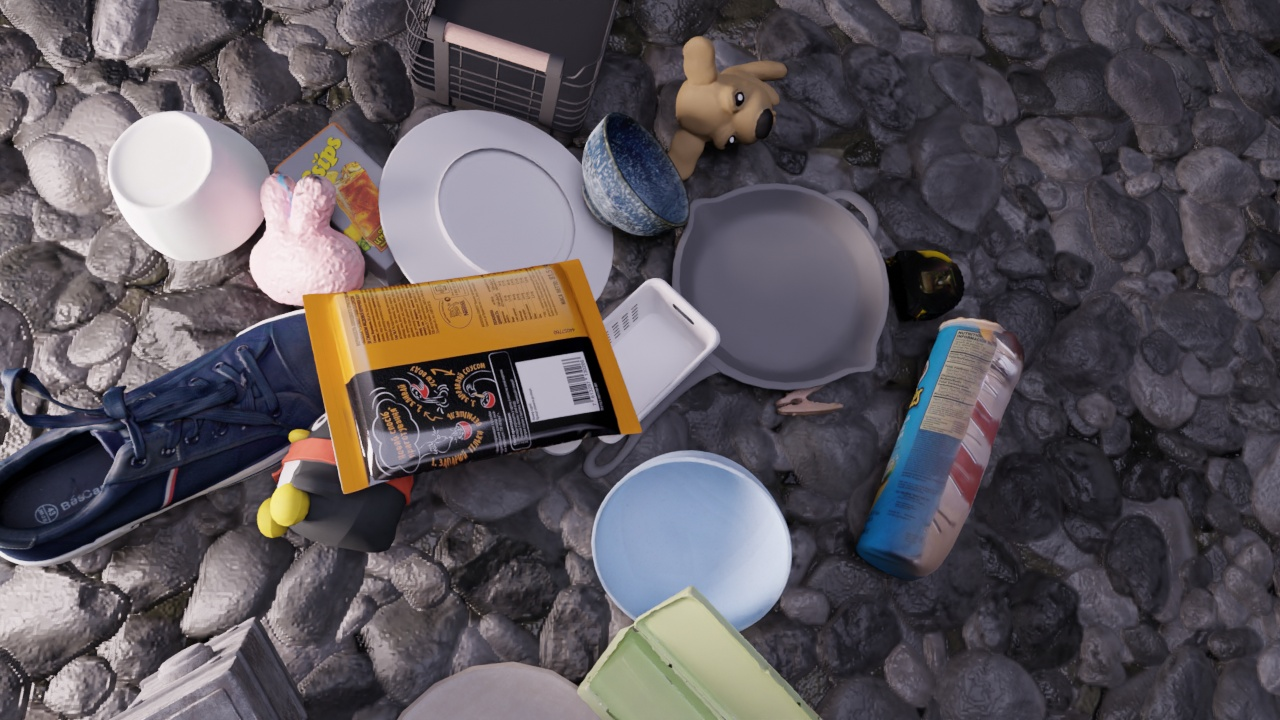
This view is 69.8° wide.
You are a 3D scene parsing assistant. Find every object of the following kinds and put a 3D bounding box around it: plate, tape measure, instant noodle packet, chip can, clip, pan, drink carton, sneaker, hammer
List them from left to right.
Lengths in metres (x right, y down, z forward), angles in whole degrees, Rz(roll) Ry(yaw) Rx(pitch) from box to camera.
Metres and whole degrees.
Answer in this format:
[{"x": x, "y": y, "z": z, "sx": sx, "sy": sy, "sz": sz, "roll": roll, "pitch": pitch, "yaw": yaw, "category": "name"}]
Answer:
[{"x": -0.336, "y": 0.039, "z": 0.657, "sx": 0.294, "sy": 0.127, "sz": 0.120, "roll": -32, "pitch": 84, "yaw": -20, "category": "sneaker"}, {"x": -0.217, "y": 0.330, "z": 0.591, "sx": 0.079, "sy": 0.177, "sz": 0.326, "roll": -28, "pitch": 94, "yaw": -18, "category": "hammer"}, {"x": -0.233, "y": -0.128, "z": 0.763, "sx": 0.125, "sy": 0.049, "sz": 0.076, "roll": 43, "pitch": 71, "yaw": 2, "category": "drink carton"}, {"x": -0.125, "y": 0.002, "z": 0.688, "sx": 0.220, "sy": 0.032, "sz": 0.159, "roll": -10, "pitch": 65, "yaw": -22, "category": "instant noodle packet"}, {"x": -0.101, "y": 0.319, "z": 0.664, "sx": 0.188, "sy": 0.027, "sz": 0.188, "roll": 2, "pitch": 70, "yaw": -5, "category": "plate"}, {"x": -0.113, "y": -0.120, "z": 0.769, "sx": 0.208, "sy": 0.015, "sz": 0.208, "roll": 11, "pitch": 67, "yaw": -27, "category": "plate"}, {"x": 0.080, "y": -0.023, "z": 0.807, "sx": 0.216, "sy": 0.024, "sz": 0.354, "roll": 44, "pitch": 77, "yaw": 8, "category": "pan"}, {"x": 0.148, "y": 0.028, "z": 0.810, "sx": 0.060, "sy": 0.024, "sz": 0.041, "roll": -1, "pitch": 75, "yaw": -8, "category": "clip"}, {"x": 0.268, "y": -0.070, "z": 0.855, "sx": 0.062, "sy": 0.038, "sz": 0.067, "roll": -5, "pitch": 75, "yaw": -13, "category": "tape measure"}, {"x": 0.262, "y": 0.076, "z": 0.794, "sx": 0.080, "sy": 0.080, "sz": 0.229, "roll": 28, "pitch": 71, "yaw": -3, "category": "chip can"}]

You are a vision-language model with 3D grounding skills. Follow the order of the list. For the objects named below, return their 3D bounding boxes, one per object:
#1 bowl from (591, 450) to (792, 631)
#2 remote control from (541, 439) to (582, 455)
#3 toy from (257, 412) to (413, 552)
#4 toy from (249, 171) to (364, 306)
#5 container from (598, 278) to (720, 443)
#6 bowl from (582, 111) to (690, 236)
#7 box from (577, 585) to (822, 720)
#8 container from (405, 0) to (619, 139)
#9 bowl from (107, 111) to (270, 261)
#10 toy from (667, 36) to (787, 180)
[{"x": 0.042, "y": 0.134, "z": 0.719, "sx": 0.150, "sy": 0.074, "sz": 0.151, "roll": 2, "pitch": 105, "yaw": 7, "category": "bowl"}, {"x": -0.095, "y": 0.019, "z": 0.769, "sx": 0.043, "sy": 0.013, "sz": 0.136, "roll": -33, "pitch": 83, "yaw": -18, "category": "remote control"}, {"x": -0.217, "y": 0.081, "z": 0.685, "sx": 0.099, "sy": 0.098, "sz": 0.119, "roll": 24, "pitch": 62, "yaw": -22, "category": "toy"}, {"x": -0.264, "y": -0.094, "z": 0.719, "sx": 0.108, "sy": 0.053, "sz": 0.105, "roll": 7, "pitch": 110, "yaw": 27, "category": "toy"}, {"x": -0.004, "y": 0.004, "z": 0.755, "sx": 0.129, "sy": 0.049, "sz": 0.081, "roll": -43, "pitch": 75, "yaw": -10, "category": "container"}, {"x": -0.014, "y": -0.153, "z": 0.802, "sx": 0.114, "sy": 0.061, "sz": 0.114, "roll": 37, "pitch": 37, "yaw": -35, "category": "bowl"}, {"x": 0.055, "y": 0.269, "z": 0.690, "sx": 0.130, "sy": 0.064, "sz": 0.188, "roll": -44, "pitch": 95, "yaw": 1, "category": "box"}, {"x": -0.099, "y": -0.333, "z": 0.805, "sx": 0.163, "sy": 0.130, "sz": 0.241, "roll": 15, "pitch": 72, "yaw": -7, "category": "container"}, {"x": -0.358, "y": -0.142, "z": 0.719, "sx": 0.116, "sy": 0.066, "sz": 0.116, "roll": -1, "pitch": 77, "yaw": 3, "category": "bowl"}, {"x": 0.081, "y": -0.237, "z": 0.841, "sx": 0.106, "sy": 0.134, "sz": 0.108, "roll": 25, "pitch": 41, "yaw": 19, "category": "toy"}]
